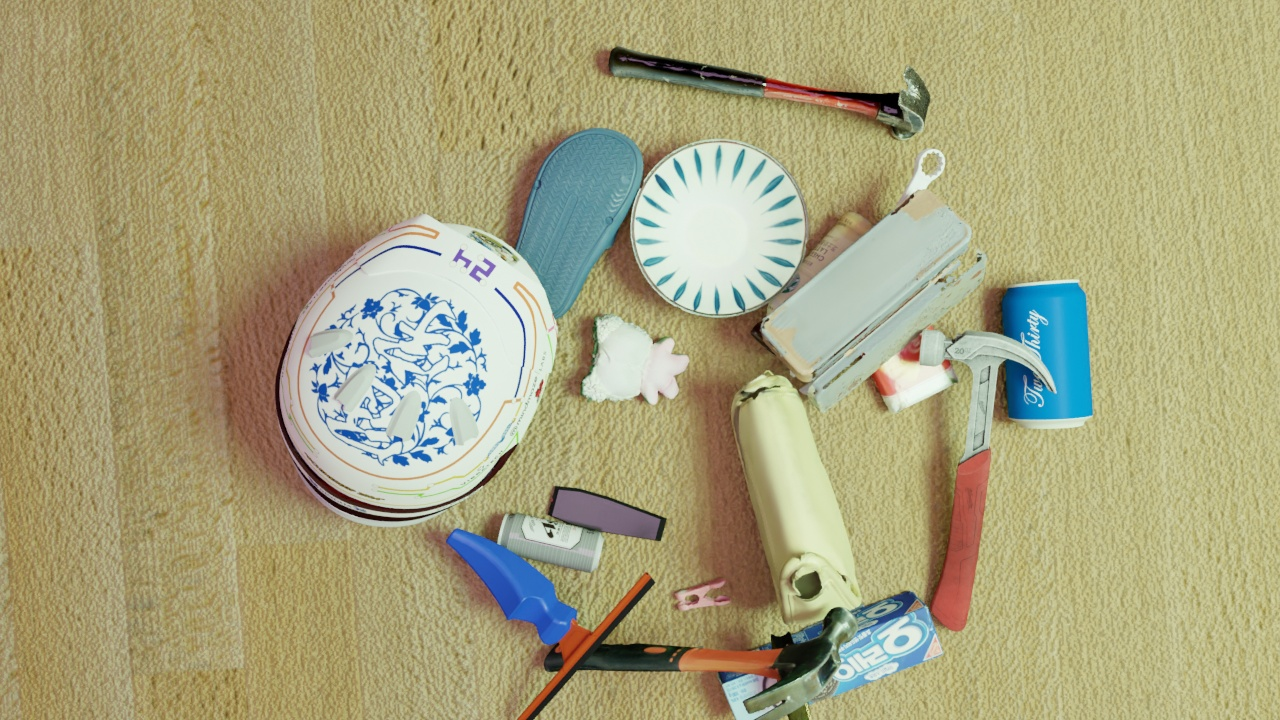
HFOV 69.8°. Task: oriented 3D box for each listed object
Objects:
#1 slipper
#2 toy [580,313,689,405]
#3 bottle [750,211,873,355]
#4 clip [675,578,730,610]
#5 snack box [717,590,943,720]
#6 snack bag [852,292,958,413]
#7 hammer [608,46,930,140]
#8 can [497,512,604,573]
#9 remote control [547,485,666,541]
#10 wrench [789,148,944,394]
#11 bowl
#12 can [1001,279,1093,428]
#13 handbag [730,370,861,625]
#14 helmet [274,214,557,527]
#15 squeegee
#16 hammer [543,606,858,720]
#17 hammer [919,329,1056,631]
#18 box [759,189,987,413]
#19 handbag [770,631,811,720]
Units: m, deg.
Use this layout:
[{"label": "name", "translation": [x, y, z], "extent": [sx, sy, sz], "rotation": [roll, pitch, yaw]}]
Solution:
[{"label": "slipper", "translation": [-0.073, -0.142, 0.952], "extent": [0.104, 0.059, 0.214], "rotation": [31, 105, 7]}, {"label": "toy", "translation": [-0.006, 0.006, 0.962], "extent": [0.109, 0.041, 0.095], "rotation": [14, 92, -6]}, {"label": "bottle", "translation": [0.181, -0.077, 0.948], "extent": [0.056, 0.056, 0.162], "rotation": [41, 91, 0]}, {"label": "clip", "translation": [0.067, 0.255, 0.976], "extent": [0.058, 0.022, 0.037], "rotation": [-13, 93, 7]}, {"label": "snack box", "translation": [0.194, 0.311, 0.955], "extent": [0.226, 0.059, 0.059], "rotation": [-22, 93, 1]}, {"label": "snack bag", "translation": [0.271, -0.011, 0.958], "extent": [0.077, 0.036, 0.116], "rotation": [-27, 91, 2]}, {"label": "hammer", "translation": [0.126, -0.278, 0.924], "extent": [0.326, 0.140, 0.036], "rotation": [12, 91, 9]}, {"label": "can", "translation": [-0.094, 0.191, 0.964], "extent": [0.106, 0.044, 0.044], "rotation": [13, 91, 1]}, {"label": "remote control", "translation": [-0.035, 0.165, 0.980], "extent": [0.125, 0.010, 0.039], "rotation": [15, 91, 0]}, {"label": "wrench", "translation": [0.228, -0.087, 0.922], "extent": [0.047, 0.009, 0.273], "rotation": [25, 99, -22]}, {"label": "bowl", "translation": [0.079, -0.132, 0.942], "extent": [0.177, 0.071, 0.177], "rotation": [0, 92, 1]}, {"label": "can", "translation": [0.413, -0.006, 0.934], "extent": [0.079, 0.079, 0.146], "rotation": [-4, 91, 1]}, {"label": "handbag", "translation": [0.153, 0.135, 0.900], "extent": [0.088, 0.191, 0.232], "rotation": [-14, 72, 5]}, {"label": "helmet", "translation": [-0.214, 0.020, 0.853], "extent": [0.231, 0.236, 0.314], "rotation": [32, 89, -5]}, {"label": "squeegee", "translation": [-0.120, 0.233, 0.925], "extent": [0.185, 0.055, 0.250], "rotation": [39, 116, 4]}, {"label": "hammer", "translation": [0.034, 0.285, 0.874], "extent": [0.334, 0.132, 0.033], "rotation": [-13, 106, 40]}, {"label": "hammer", "translation": [0.336, 0.128, 0.928], "extent": [0.126, 0.036, 0.316], "rotation": [7, 105, 20]}, {"label": "box", "translation": [0.227, -0.057, 0.902], "extent": [0.216, 0.096, 0.105], "rotation": [-40, 77, 0]}, {"label": "handbag", "translation": [0.147, 0.310, 0.837], "extent": [0.027, 0.178, 0.084], "rotation": [-10, 91, 1]}]
